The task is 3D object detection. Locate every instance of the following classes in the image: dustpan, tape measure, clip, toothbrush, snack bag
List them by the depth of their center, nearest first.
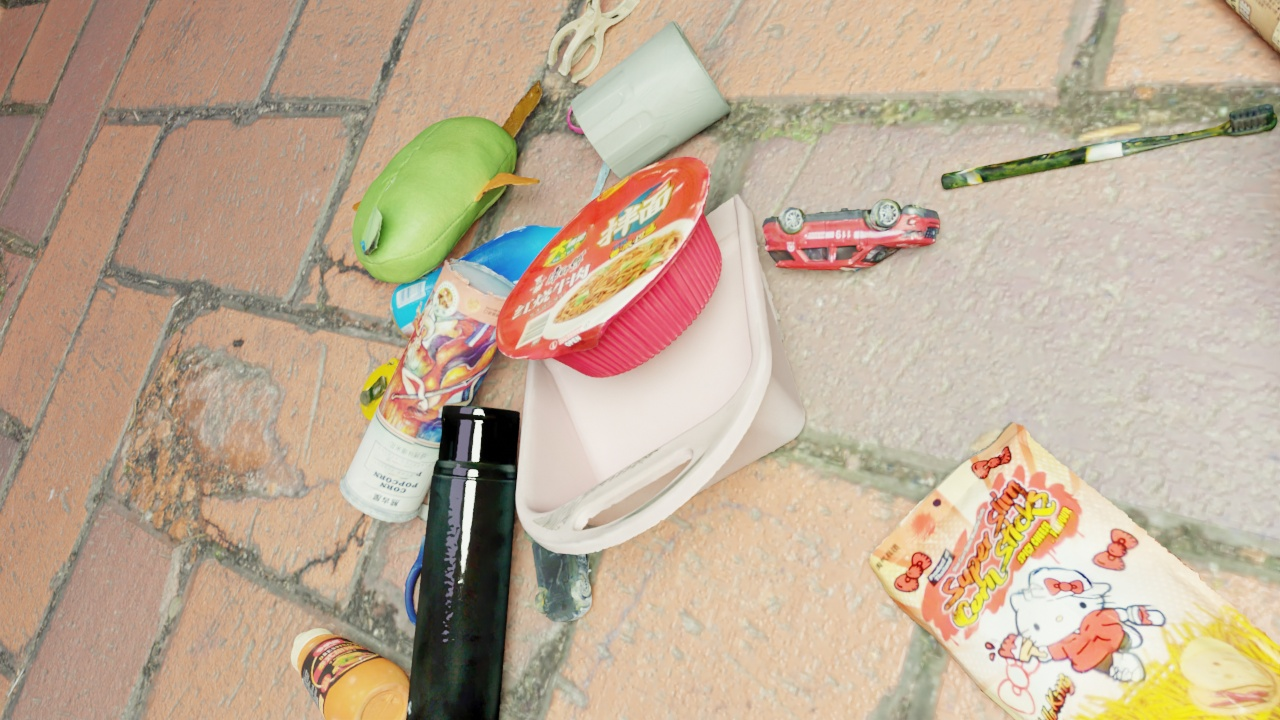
[{"bbox_3d":[0.225,0.135,0.479,0.129,0.073,0.208,-50,45,9],"label":"snack bag"},{"bbox_3d":[0.278,-0.129,0.564,0.186,0.017,0.012,-6,72,34],"label":"toothbrush"},{"bbox_3d":[-0.004,0.004,0.635,0.223,0.138,0.273,-36,56,20],"label":"dustpan"},{"bbox_3d":[-0.046,-0.307,0.850,0.034,0.070,0.100,45,107,39],"label":"clip"},{"bbox_3d":[-0.238,0.032,0.860,0.057,0.029,0.060,-37,55,19],"label":"tape measure"}]

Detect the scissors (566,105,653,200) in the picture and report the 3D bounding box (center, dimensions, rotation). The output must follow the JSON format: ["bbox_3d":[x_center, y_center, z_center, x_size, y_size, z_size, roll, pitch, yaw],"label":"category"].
[{"bbox_3d":[-0.024,-0.203,0.810,0.134,0.017,0.133,19,88,35],"label":"scissors"}]

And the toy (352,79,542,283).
[{"bbox_3d":[-0.181,-0.159,0.836,0.227,0.090,0.246,-4,43,36],"label":"toy"}]

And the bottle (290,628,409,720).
[{"bbox_3d":[-0.249,0.261,0.762,0.150,0.066,0.066,14,81,45],"label":"bottle"}]

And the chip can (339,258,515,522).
[{"bbox_3d":[-0.170,0.025,0.749,0.071,0.071,0.215,40,108,38],"label":"chip can"}]

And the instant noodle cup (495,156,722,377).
[{"bbox_3d":[-0.013,-0.055,0.650,0.194,0.066,0.193,-33,28,20],"label":"instant noodle cup"}]

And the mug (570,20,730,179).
[{"bbox_3d":[0.004,-0.218,0.752,0.103,0.083,0.123,-33,40,14],"label":"mug"}]

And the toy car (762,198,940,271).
[{"bbox_3d":[0.141,-0.083,0.622,0.121,0.052,0.045,-1,93,42],"label":"toy car"}]

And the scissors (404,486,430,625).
[{"bbox_3d":[-0.171,0.141,0.781,0.163,0.012,0.175,-11,65,33],"label":"scissors"}]

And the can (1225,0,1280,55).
[{"bbox_3d":[0.362,-0.216,0.512,0.059,0.058,0.116,-32,57,21],"label":"can"}]

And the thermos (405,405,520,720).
[{"bbox_3d":[-0.127,0.158,0.694,0.068,0.090,0.242,5,83,4],"label":"thermos"}]

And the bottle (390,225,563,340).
[{"bbox_3d":[-0.119,-0.074,0.794,0.219,0.065,0.065,-20,61,27],"label":"bottle"}]

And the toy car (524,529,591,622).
[{"bbox_3d":[-0.058,0.149,0.683,0.043,0.034,0.090,-24,62,23],"label":"toy car"}]
